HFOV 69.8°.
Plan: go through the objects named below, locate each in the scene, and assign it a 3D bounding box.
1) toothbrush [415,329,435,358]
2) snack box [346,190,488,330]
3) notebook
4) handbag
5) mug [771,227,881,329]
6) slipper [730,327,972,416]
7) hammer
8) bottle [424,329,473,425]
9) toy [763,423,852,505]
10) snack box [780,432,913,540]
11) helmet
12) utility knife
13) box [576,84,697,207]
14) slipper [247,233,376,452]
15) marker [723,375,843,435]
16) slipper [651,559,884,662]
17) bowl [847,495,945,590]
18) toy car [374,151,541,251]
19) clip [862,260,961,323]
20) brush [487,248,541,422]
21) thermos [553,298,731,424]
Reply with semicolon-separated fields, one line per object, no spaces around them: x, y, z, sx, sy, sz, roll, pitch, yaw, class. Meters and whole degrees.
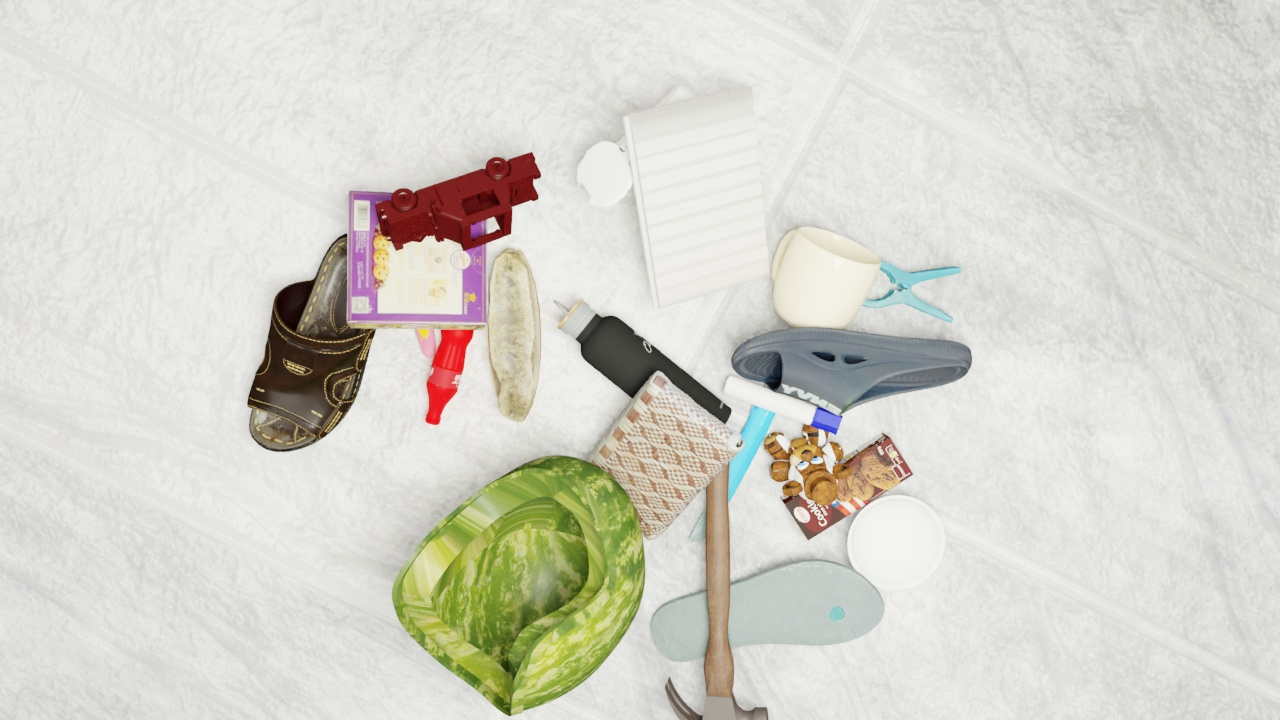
-0.252;-0.068;1.038;0.021;0.016;0.135;-12;98;-1;toothbrush
-0.239;-0.106;0.988;0.148;0.041;0.143;1;83;-14;snack box
0.064;-0.170;0.974;0.142;0.009;0.210;-17;117;-16;notebook
0.018;0.108;1.010;0.124;0.046;0.186;37;124;-2;handbag
0.188;-0.086;1.000;0.120;0.096;0.100;40;121;37;mug
0.229;0.024;0.995;0.268;0.111;0.083;2;69;-6;slipper
0.086;0.269;1.036;0.115;0.033;0.323;0;94;11;hammer
-0.220;0.015;1.035;0.036;0.036;0.119;17;96;-2;bottle
0.187;0.118;1.013;0.087;0.112;0.067;-19;107;2;toy
0.236;0.144;1.052;0.141;0.031;0.051;-33;95;3;snack box
-0.106;0.227;0.959;0.213;0.244;0.246;28;61;23;helmet
0.108;0.121;1.058;0.031;0.015;0.205;28;92;0;utility knife
0.006;-0.221;0.985;0.166;0.092;0.083;-43;75;6;box
-0.356;-0.016;1.011;0.113;0.075;0.268;27;96;-3;slipper
0.159;0.049;1.028;0.133;0.027;0.023;20;82;13;marker
0.143;0.284;1.065;0.269;0.054;0.098;-12;93;12;slipper
0.289;0.204;1.054;0.110;0.040;0.110;0;96;0;bowl
-0.181;-0.156;0.950;0.169;0.070;0.062;-23;76;-16;toy car
0.297;-0.097;1.030;0.127;0.028;0.114;-2;94;0;clip
-0.142;-0.027;1.026;0.059;0.043;0.195;0;95;0;brush
-0.006;0.006;1.022;0.231;0.061;0.061;39;95;-4;thermos
